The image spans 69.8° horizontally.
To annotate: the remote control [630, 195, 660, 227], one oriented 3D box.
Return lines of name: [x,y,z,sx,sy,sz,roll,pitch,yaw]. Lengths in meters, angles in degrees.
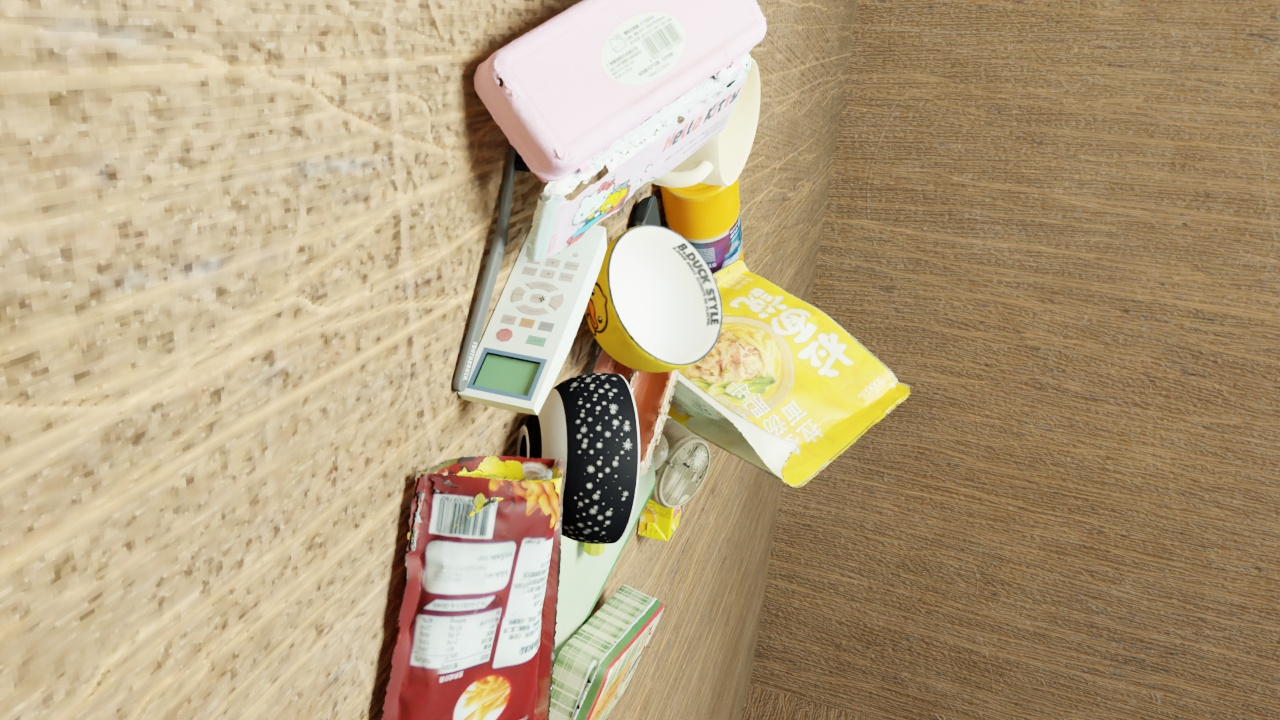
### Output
remote control: [0.009,-0.093,0.868,0.152,0.020,0.041,79,25,-57]

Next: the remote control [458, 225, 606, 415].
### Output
remote control: [-0.063,-0.030,0.579,0.024,0.049,0.143,75,30,-58]

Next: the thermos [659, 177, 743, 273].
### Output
thermos: [0.065,-0.119,0.950,0.233,0.076,0.091,75,31,-60]

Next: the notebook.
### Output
notebook: [-0.046,0.167,0.806,0.182,0.010,0.251,81,32,-52]

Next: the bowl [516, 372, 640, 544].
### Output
bowl: [-0.050,0.067,0.641,0.120,0.066,0.120,-177,-89,-72]

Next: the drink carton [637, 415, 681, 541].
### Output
drink carton: [0.031,0.138,1.076,0.058,0.043,0.135,-32,132,-72]

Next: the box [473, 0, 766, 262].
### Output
box: [0.002,-0.155,0.551,0.201,0.077,0.146,-41,133,-30]

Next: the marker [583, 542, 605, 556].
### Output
marker: [-0.032,0.104,0.734,0.021,0.017,0.124,-101,-164,-56]

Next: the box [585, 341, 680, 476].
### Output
box: [-0.005,0.005,0.780,0.042,0.082,0.186,81,23,-60]

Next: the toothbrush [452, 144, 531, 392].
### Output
toothbrush: [-0.087,-0.062,0.544,0.013,0.013,0.167,32,72,-74]

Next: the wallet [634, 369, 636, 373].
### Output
wallet: [-0.033,0.047,0.810,0.072,0.019,0.122,75,30,-60]

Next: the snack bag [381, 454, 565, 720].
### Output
snack bag: [-0.094,0.164,0.549,0.138,0.067,0.208,1,95,-48]

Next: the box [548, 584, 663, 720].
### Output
box: [-0.040,0.296,0.869,0.118,0.051,0.205,-69,166,7]

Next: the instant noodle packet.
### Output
instant noodle packet: [0.114,0.013,0.850,0.162,0.222,0.084,-33,139,-28]

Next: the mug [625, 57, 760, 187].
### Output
mug: [0.026,-0.183,0.709,0.096,0.100,0.120,73,38,-57]

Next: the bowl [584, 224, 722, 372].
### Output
bowl: [0.001,-0.043,0.738,0.117,0.068,0.117,15,65,-35]

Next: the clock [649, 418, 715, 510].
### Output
clock: [0.026,0.107,0.970,0.093,0.055,0.140,-59,142,-5]
